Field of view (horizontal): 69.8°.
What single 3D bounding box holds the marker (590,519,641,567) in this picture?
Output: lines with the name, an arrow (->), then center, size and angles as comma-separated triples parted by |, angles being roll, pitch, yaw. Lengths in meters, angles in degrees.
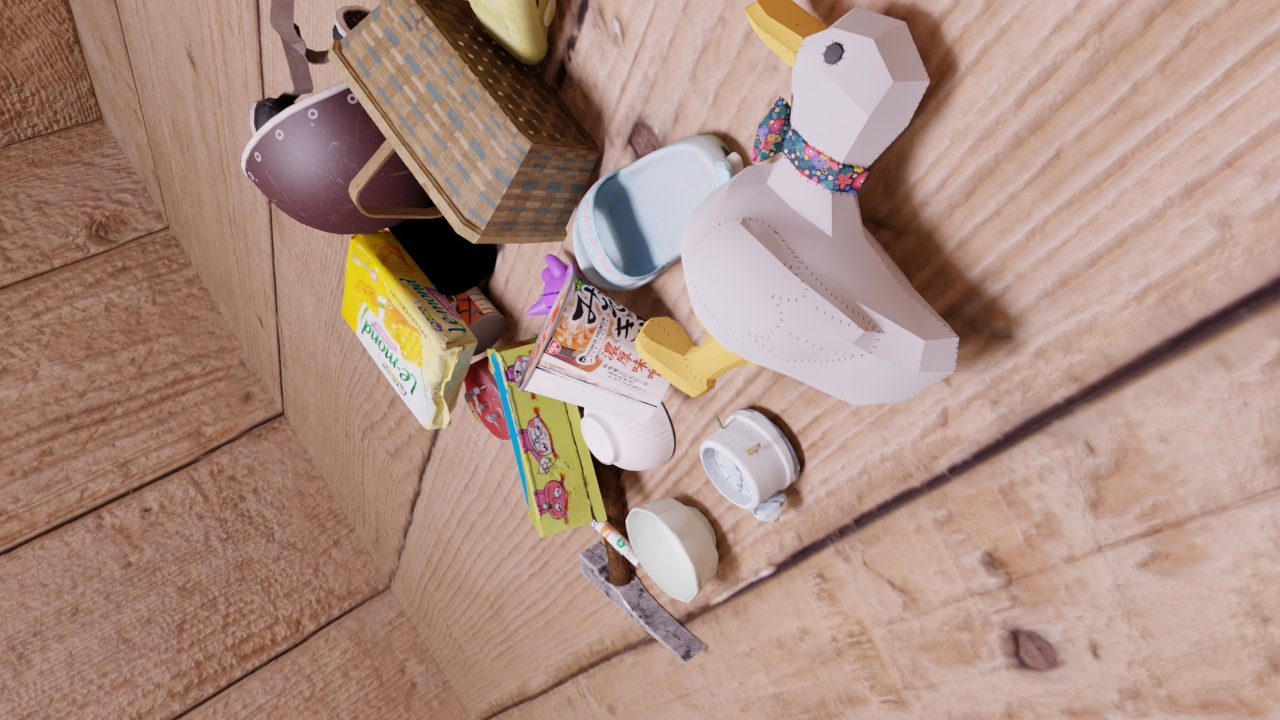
marker -> -0.047, 0.203, 1.125 | 0.145, 0.017, 0.017 | 37, 143, 36

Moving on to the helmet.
helmet -> -0.323, -0.269, 0.998 | 0.234, 0.233, 0.253 | -27, 78, 35

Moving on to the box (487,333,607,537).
box -> -0.112, 0.081, 1.067 | 0.124, 0.082, 0.221 | -174, 72, -75

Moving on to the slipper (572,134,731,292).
slipper -> -0.002, -0.120, 0.784 | 0.246, 0.074, 0.104 | -19, 98, 59

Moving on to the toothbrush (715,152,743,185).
toothbrush -> 0.078, -0.086, 0.715 | 0.016, 0.016, 0.181 | 38, 157, 35

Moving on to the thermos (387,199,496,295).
thermos -> -0.271, -0.179, 1.139 | 0.198, 0.086, 0.086 | 49, 149, 21

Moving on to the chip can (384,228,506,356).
chip can -> -0.269, -0.104, 1.214 | 0.215, 0.075, 0.075 | 48, 149, 22

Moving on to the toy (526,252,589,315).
toy -> -0.079, -0.064, 0.971 | 0.088, 0.055, 0.106 | -5, 110, 54

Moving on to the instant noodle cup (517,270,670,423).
instant noodle cup -> -0.035, -0.003, 0.870 | 0.121, 0.123, 0.124 | 25, 151, -9

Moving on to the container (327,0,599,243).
container -> -0.180, -0.203, 0.866 | 0.187, 0.157, 0.250 | -46, 73, 28

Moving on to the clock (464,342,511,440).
clock -> -0.175, 0.043, 1.191 | 0.117, 0.081, 0.159 | 61, 151, -1

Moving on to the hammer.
hammer -> -0.012, 0.212, 1.133 | 0.218, 0.037, 0.301 | 31, 139, 42

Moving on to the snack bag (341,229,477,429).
snack bag -> -0.295, -0.048, 1.156 | 0.247, 0.068, 0.160 | 49, 142, 20

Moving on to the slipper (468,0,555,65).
slipper -> -0.103, -0.321, 0.767 | 0.091, 0.081, 0.190 | 44, 174, 10

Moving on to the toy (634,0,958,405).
toy -> 0.109, -0.080, 0.594 | 0.246, 0.140, 0.268 | 51, 132, 14

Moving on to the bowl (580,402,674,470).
bowl -> -0.024, 0.073, 1.000 | 0.118, 0.062, 0.118 | 38, 144, 35

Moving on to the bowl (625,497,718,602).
bowl -> 0.043, 0.199, 1.007 | 0.117, 0.061, 0.118 | 38, 144, 34

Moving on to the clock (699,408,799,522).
clock -> 0.100, 0.100, 0.838 | 0.083, 0.057, 0.118 | 32, 147, 41
